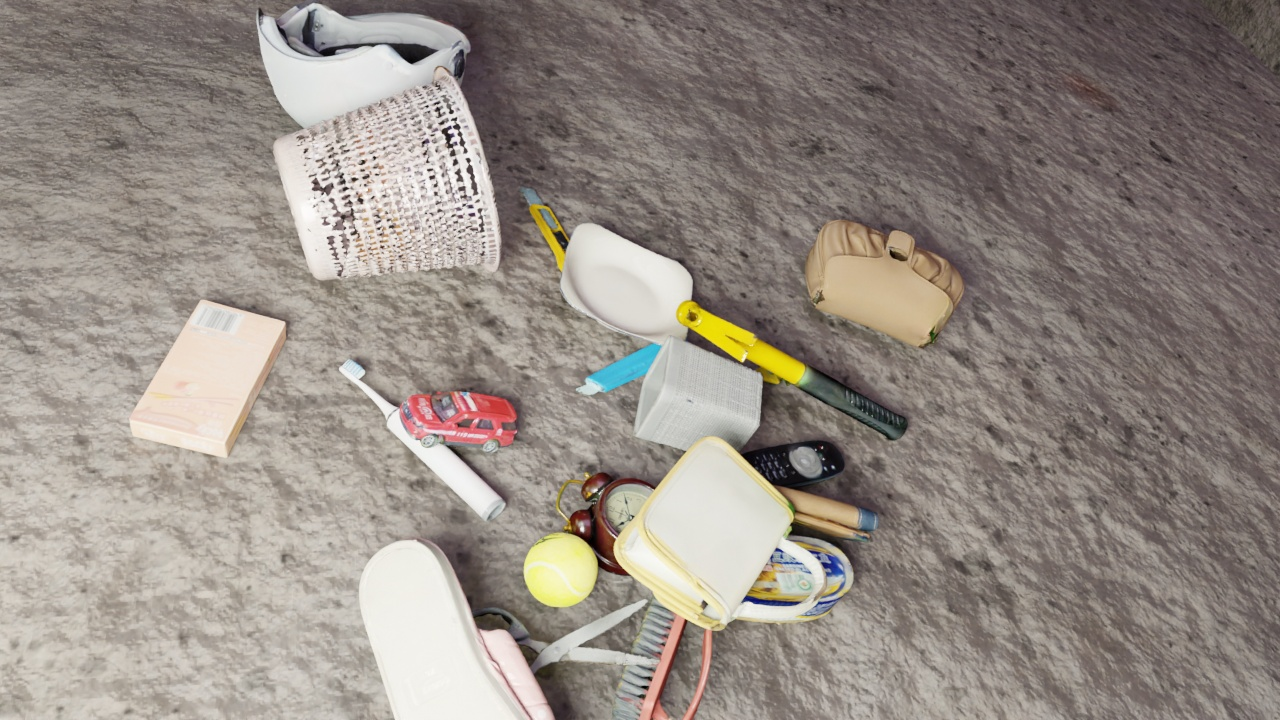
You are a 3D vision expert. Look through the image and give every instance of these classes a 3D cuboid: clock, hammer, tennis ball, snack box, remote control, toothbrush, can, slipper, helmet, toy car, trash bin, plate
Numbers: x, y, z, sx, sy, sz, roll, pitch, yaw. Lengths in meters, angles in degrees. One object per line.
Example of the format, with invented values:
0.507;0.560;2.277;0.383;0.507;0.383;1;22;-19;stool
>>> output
-0.024;0.152;0.875;0.122;0.055;0.081;25;47;-3;clock
0.179;0.016;1.033;0.300;0.033;0.129;27;6;-19;hammer
-0.071;0.187;0.820;0.065;0.066;0.065;11;48;-13;tennis ball
-0.403;0.014;0.866;0.084;0.026;0.157;16;47;-9;snack box
0.161;0.117;1.000;0.136;0.024;0.053;-6;51;-27;remote control
-0.216;0.074;0.889;0.221;0.027;0.026;40;73;15;toothbrush
0.131;0.210;0.890;0.148;0.049;0.074;6;49;-16;can
-0.135;0.263;0.711;0.274;0.114;0.054;57;10;20;slipper
-0.326;-0.337;1.112;0.229;0.146;0.257;18;28;11;helmet
-0.174;0.056;0.887;0.120;0.045;0.053;6;35;-42;toy car
-0.272;-0.180;0.975;0.192;0.228;0.227;-17;58;-17;trash bin
-0.019;-0.082;1.082;0.164;0.034;0.163;24;42;-13;plate

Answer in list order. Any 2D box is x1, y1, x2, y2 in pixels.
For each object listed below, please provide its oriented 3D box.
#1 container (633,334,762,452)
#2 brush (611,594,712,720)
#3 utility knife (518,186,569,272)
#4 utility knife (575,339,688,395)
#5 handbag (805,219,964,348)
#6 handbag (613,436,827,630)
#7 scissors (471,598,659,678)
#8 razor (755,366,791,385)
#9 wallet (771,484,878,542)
0.064;0.045;0.981;0.114;0.090;0.090;20;47;-9;container
0.029;0.255;0.803;0.069;0.063;0.145;18;44;10;brush
-0.106;-0.154;1.135;0.033;0.015;0.192;-12;56;-33;utility knife
-0.006;0.006;1.035;0.161;0.018;0.034;-25;51;-35;utility knife
0.319;-0.105;1.201;0.204;0.100;0.147;21;50;1;handbag
0.081;0.174;0.829;0.179;0.063;0.162;40;42;6;handbag
-0.077;0.245;0.770;0.159;0.014;0.178;31;61;25;scissors
0.115;0.016;1.064;0.132;0.028;0.043;-4;66;-31;razor
0.173;0.154;0.932;0.115;0.090;0.033;17;76;-7;wallet
